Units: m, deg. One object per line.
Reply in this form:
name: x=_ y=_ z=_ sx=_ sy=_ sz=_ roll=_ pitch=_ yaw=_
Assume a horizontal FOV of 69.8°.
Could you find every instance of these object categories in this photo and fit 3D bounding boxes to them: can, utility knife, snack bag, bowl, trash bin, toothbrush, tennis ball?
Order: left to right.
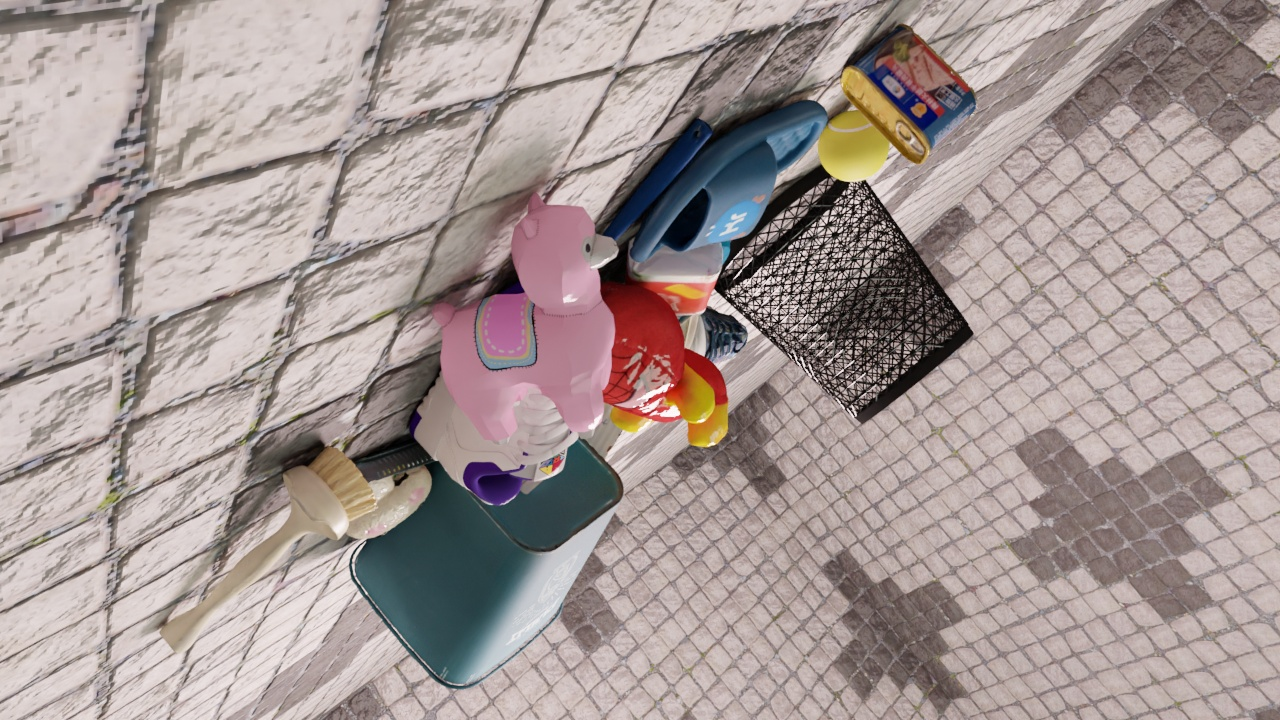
utility knife: x=-0.194 y=0.078 z=0.766 sx=0.202 sy=0.020 sz=0.029 roll=-18 pitch=127 yaw=-55
trash bin: x=-0.147 y=0.171 z=0.925 sx=0.196 sy=0.199 sz=0.219 roll=-30 pitch=160 yaw=-49
bowl: x=-0.091 y=0.100 z=1.065 sx=0.177 sy=0.071 sz=0.177 roll=-52 pitch=-171 yaw=11
toothbrush: x=-0.012 y=-0.100 z=0.665 sx=0.190 sy=0.016 sz=0.017 roll=-45 pitch=177 yaw=32
snack bag: x=0.025 y=-0.071 z=0.788 sx=0.077 sy=0.036 sz=0.116 roll=0 pitch=165 yaw=-3
trash bin: x=0.238 y=-0.071 z=1.064 sx=0.216 sy=0.243 sz=0.217 roll=-38 pitch=171 yaw=-8
tennis ball: x=0.199 y=-0.200 z=0.857 sx=0.065 sy=0.065 sz=0.065 roll=-38 pitch=171 yaw=-8
can: x=0.220 y=-0.218 z=0.753 sx=0.059 sy=0.100 sz=0.054 roll=-40 pitch=172 yaw=-2

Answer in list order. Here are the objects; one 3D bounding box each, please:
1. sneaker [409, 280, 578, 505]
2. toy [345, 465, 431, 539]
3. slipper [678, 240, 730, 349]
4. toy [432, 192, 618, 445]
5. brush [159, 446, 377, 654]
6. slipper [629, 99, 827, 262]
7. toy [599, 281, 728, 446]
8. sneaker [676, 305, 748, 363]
sneaker: x=-0.086 y=0.029 z=0.687 sx=0.091 sy=0.111 sz=0.245 roll=-30 pitch=166 yaw=-46
toy: x=-0.222 y=0.120 z=0.799 sx=0.087 sy=0.050 sz=0.112 roll=-38 pitch=175 yaw=-21
slipper: x=-0.009 y=-0.010 z=0.925 sx=0.296 sy=0.060 sz=0.118 roll=-47 pitch=157 yaw=27
toy: x=-0.067 y=-0.023 z=0.568 sx=0.123 sy=0.158 sz=0.067 roll=-4 pitch=-143 yaw=9
brush: x=-0.288 y=0.152 z=0.687 sx=0.273 sy=0.062 sz=0.077 roll=-40 pitch=167 yaw=28
slipper: x=0.077 y=-0.137 z=0.708 sx=0.213 sy=0.059 sz=0.104 roll=-37 pitch=169 yaw=-28
toy: x=-0.005 y=0.005 z=0.793 sx=0.216 sy=0.148 sz=0.098 roll=44 pitch=53 yaw=-55
sneaker: x=0.083 y=-0.032 z=1.074 sx=0.079 sy=0.087 sz=0.235 roll=4 pitch=-174 yaw=11
